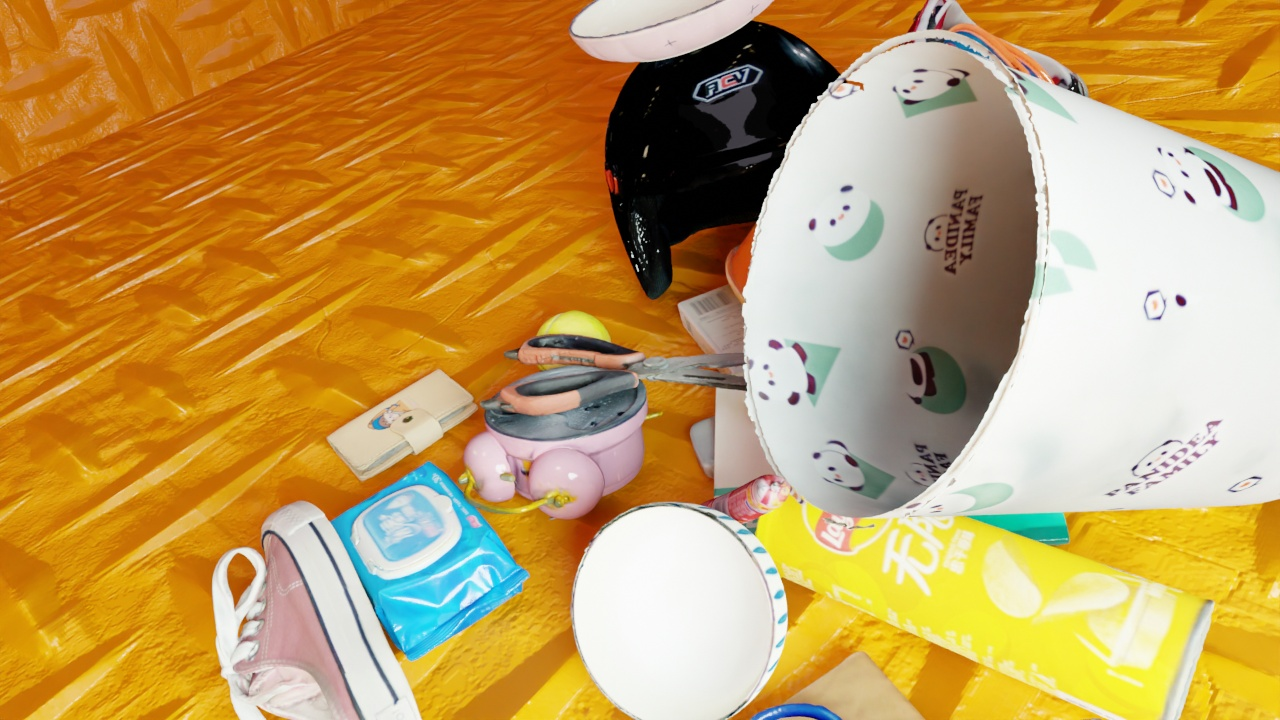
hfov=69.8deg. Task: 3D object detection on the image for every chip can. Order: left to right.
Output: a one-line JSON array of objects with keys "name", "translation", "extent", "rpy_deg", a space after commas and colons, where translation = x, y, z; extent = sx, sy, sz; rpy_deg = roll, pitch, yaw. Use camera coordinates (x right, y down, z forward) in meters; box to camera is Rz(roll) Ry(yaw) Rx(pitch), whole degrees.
[{"name": "chip can", "translation": [0.166, 0.116, 0.474], "extent": [0.214, 0.072, 0.071], "rpy_deg": [18, 47, 37]}]

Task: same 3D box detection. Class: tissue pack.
[{"name": "tissue pack", "translation": [-0.148, 0.130, 0.619], "extent": [0.094, 0.052, 0.157], "rpy_deg": [-31, 36, -20]}]

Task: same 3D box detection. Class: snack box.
[{"name": "snack box", "translation": [0.096, -0.020, 0.750], "extent": [0.084, 0.027, 0.156], "rpy_deg": [-21, 34, -8]}]

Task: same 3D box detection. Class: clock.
[{"name": "clock", "translation": [-0.060, 0.061, 0.652], "extent": [0.117, 0.060, 0.158], "rpy_deg": [8, 28, 30]}]

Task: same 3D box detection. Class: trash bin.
[{"name": "trash bin", "translation": [0.216, -0.024, 0.473], "extent": [0.251, 0.230, 0.229], "rpy_deg": [6, 28, -21]}]

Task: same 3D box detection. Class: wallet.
[{"name": "wallet", "translation": [-0.201, 0.053, 0.781], "extent": [0.115, 0.024, 0.087], "rpy_deg": [-32, 38, -24]}, {"name": "wallet", "translation": [0.092, 0.204, 0.438], "extent": [0.115, 0.020, 0.101], "rpy_deg": [-29, 34, -12]}]

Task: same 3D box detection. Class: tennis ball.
[{"name": "tennis ball", "translation": [-0.057, -0.009, 0.767], "extent": [0.065, 0.065, 0.065], "rpy_deg": [-12, 34, 8]}]

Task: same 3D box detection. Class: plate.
[{"name": "plate", "translation": [0.037, -0.290, 0.753], "extent": [0.192, 0.039, 0.192], "rpy_deg": [-17, 33, 11]}]

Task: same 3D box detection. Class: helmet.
[{"name": "helmet", "translation": [0.080, -0.190, 0.824], "extent": [0.233, 0.230, 0.275], "rpy_deg": [-17, -5, 1]}, {"name": "helmet", "translation": [0.287, -0.175, 0.771], "extent": [0.206, 0.144, 0.239], "rpy_deg": [18, 43, -25]}]

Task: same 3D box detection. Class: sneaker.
[{"name": "sneaker", "translation": [-0.208, 0.164, 0.550], "extent": [0.087, 0.118, 0.241], "rpy_deg": [-22, 29, -25]}]

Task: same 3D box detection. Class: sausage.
[{"name": "sausage", "translation": [0.054, 0.083, 0.519], "extent": [0.020, 0.020, 0.156], "rpy_deg": [-28, -8, -17]}]

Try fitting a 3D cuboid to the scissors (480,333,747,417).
[{"name": "scissors", "translation": [-0.012, 0.008, 0.665], "extent": [0.223, 0.015, 0.189], "rpy_deg": [-16, 25, -22]}]

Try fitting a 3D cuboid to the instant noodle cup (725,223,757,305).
[{"name": "instant noodle cup", "translation": [0.154, -0.084, 0.683], "extent": [0.151, 0.112, 0.151], "rpy_deg": [17, 37, -13]}]

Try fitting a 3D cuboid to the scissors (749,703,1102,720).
[{"name": "scissors", "translation": [0.123, 0.183, 0.423], "extent": [0.170, 0.012, 0.144], "rpy_deg": [-31, 35, -14]}]

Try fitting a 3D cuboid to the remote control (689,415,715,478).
[{"name": "remote control", "translation": [0.104, 0.045, 0.657], "extent": [0.136, 0.020, 0.055], "rpy_deg": [-20, 33, 0]}]

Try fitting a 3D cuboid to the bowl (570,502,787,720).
[{"name": "bowl", "translation": [0.028, 0.135, 0.503], "extent": [0.117, 0.116, 0.066], "rpy_deg": [2, -4, 26]}]

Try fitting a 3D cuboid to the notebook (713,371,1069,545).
[{"name": "notebook", "translation": [0.150, 0.059, 0.596], "extent": [0.209, 0.012, 0.150], "rpy_deg": [-7, 50, 14]}]
